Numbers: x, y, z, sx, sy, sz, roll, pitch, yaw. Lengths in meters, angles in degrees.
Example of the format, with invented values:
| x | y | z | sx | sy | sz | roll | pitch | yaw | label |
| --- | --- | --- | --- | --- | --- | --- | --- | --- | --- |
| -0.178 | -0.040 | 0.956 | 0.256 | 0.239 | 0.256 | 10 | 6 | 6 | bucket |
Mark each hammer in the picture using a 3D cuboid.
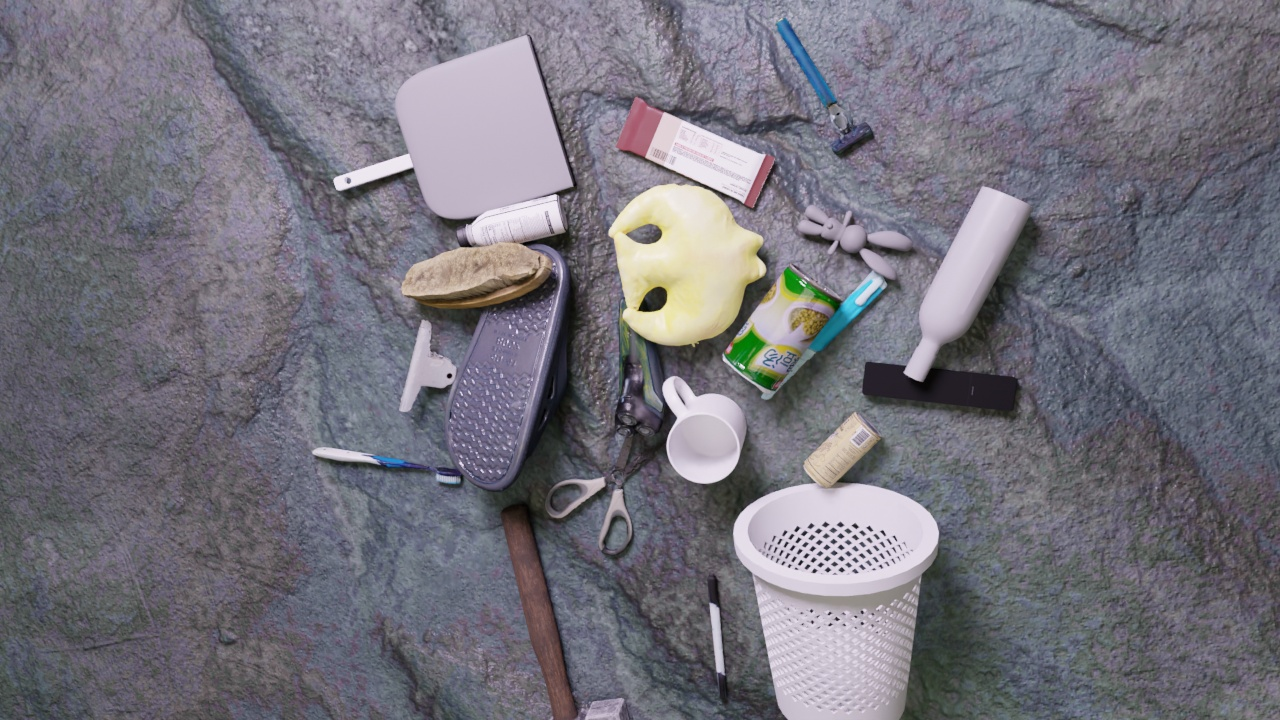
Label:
| x | y | z | sx | sy | sz | roll | pitch | yaw | label |
| --- | --- | --- | --- | --- | --- | --- | --- | --- | --- |
| -0.150 | 0.320 | 1.077 | 0.218 | 0.037 | 0.300 | -11 | 97 | 13 | hammer |

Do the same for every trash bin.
| x | y | z | sx | sy | sz | roll | pitch | yaw | label |
| --- | --- | --- | --- | --- | --- | --- | --- | --- | --- |
| 0.199 | 0.257 | 0.930 | 0.196 | 0.195 | 0.200 | -2 | 109 | 11 | trash bin |

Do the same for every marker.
| x | y | z | sx | sy | sz | roll | pitch | yaw | label |
| --- | --- | --- | --- | --- | --- | --- | --- | --- | --- |
| 0.087 | 0.313 | 1.041 | 0.011 | 0.011 | 0.152 | -4 | 100 | 12 | marker |

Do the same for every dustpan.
| x | y | z | sx | sy | sz | roll | pitch | yaw | label |
| --- | --- | --- | --- | --- | --- | --- | --- | --- | --- |
| -0.214 | -0.229 | 0.992 | 0.258 | 0.033 | 0.163 | -17 | 97 | 5 | dustpan |

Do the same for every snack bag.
| x | y | z | sx | sy | sz | roll | pitch | yaw | label |
| --- | --- | --- | --- | --- | --- | --- | --- | --- | --- |
| 0.056 | -0.215 | 0.947 | 0.158 | 0.013 | 0.057 | 25 | 106 | 6 | snack bag |

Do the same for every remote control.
| x | y | z | sx | sy | sz | roll | pitch | yaw | label |
| --- | --- | --- | --- | --- | --- | --- | --- | --- | --- |
| 0.306 | 0.026 | 0.943 | 0.150 | 0.013 | 0.034 | 6 | 97 | 10 | remote control |

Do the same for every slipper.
| x | y | z | sx | sy | sz | roll | pitch | yaw | label |
| --- | --- | --- | --- | --- | --- | --- | --- | --- | --- |
| -0.133 | 0.009 | 1.000 | 0.111 | 0.083 | 0.268 | 14 | 86 | 23 | slipper |

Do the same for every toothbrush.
| x | y | z | sx | sy | sz | roll | pitch | yaw | label |
| --- | --- | --- | --- | --- | --- | --- | --- | --- | --- |
| -0.300 | 0.123 | 1.080 | 0.189 | 0.016 | 0.017 | 8 | 112 | 9 | toothbrush |

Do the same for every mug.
| x | y | z | sx | sy | sz | roll | pitch | yaw | label |
| --- | --- | --- | --- | --- | --- | --- | --- | --- | --- |
| 0.060 | 0.065 | 0.959 | 0.074 | 0.090 | 0.110 | -35 | 92 | 15 | mug |

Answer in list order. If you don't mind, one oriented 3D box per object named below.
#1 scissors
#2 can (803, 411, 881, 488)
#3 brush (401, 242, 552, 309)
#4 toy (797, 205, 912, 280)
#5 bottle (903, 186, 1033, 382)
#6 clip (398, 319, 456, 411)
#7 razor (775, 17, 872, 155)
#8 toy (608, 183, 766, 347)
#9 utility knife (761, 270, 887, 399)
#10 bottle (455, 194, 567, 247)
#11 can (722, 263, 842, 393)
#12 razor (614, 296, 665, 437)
| x | y | z | sx | sy | sz | roll | pitch | yaw | label |
| --- | --- | --- | --- | --- | --- | --- | --- | --- | --- |
| -0.038 | 0.145 | 1.033 | 0.166 | 0.012 | 0.157 | -7 | 101 | 12 | scissors |
| 0.211 | 0.095 | 0.962 | 0.038 | 0.038 | 0.080 | 43 | 105 | 1 | can |
| -0.177 | -0.089 | 0.973 | 0.196 | 0.043 | 0.059 | -5 | 72 | 33 | brush |
| 0.215 | -0.123 | 0.925 | 0.112 | 0.030 | 0.049 | 26 | 89 | 11 | toy |
| 0.314 | -0.070 | 0.903 | 0.052 | 0.052 | 0.195 | 25 | 104 | 6 | bottle |
| -0.244 | 0.008 | 1.043 | 0.058 | 0.052 | 0.102 | 28 | 107 | 34 | clip |
| 0.175 | -0.276 | 0.909 | 0.042 | 0.022 | 0.144 | -32 | 92 | 14 | razor |
| 0.051 | -0.097 | 0.941 | 0.155 | 0.064 | 0.170 | -8 | 103 | 1 | toy |
| 0.187 | -0.024 | 0.955 | 0.022 | 0.015 | 0.179 | 44 | 104 | 1 | utility knife |
| -0.138 | -0.143 | 0.976 | 0.116 | 0.041 | 0.041 | -13 | 98 | 4 | bottle |
| 0.143 | -0.032 | 0.936 | 0.067 | 0.067 | 0.121 | 36 | 105 | 3 | can |
| -0.006 | 0.006 | 0.976 | 0.054 | 0.067 | 0.151 | -3 | 92 | 23 | razor |
